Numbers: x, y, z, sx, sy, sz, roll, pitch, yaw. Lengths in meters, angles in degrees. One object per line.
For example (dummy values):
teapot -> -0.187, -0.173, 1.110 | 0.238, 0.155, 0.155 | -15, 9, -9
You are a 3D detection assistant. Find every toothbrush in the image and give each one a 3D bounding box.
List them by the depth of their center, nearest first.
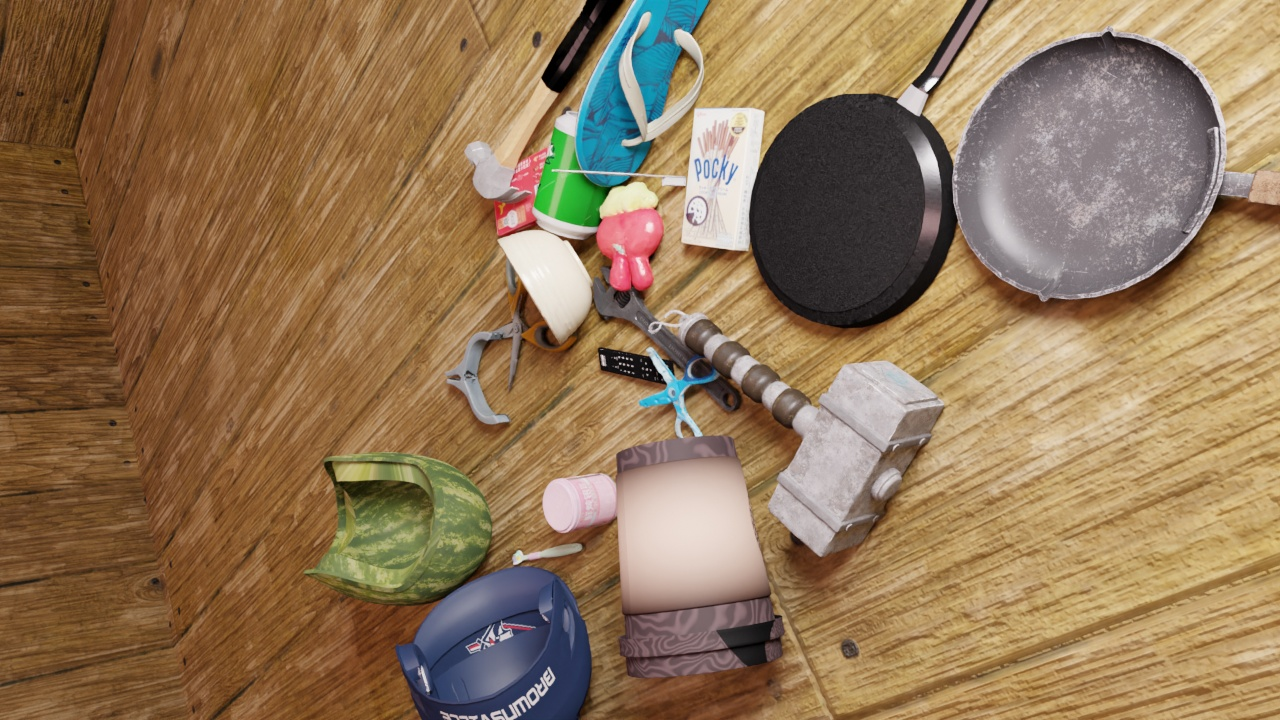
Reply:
toothbrush -> -0.020, -0.199, 1.001 | 0.010, 0.181, 0.010 | 2, 97, 52
toothbrush -> -0.129, 0.264, 1.259 | 0.155, 0.015, 0.022 | -21, 45, 45

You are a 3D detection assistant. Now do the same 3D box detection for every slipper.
slipper -> 0.013, -0.321, 1.012 | 0.060, 0.118, 0.295 | 50, 121, 42

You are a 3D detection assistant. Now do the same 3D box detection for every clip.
clip -> -0.227, 0.031, 1.338 | 0.165, 0.032, 0.165 | 56, 132, 30

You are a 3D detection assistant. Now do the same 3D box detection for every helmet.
helmet -> -0.177, 0.383, 1.179 | 0.272, 0.232, 0.223 | -118, 8, -49
helmet -> -0.335, 0.243, 1.317 | 0.243, 0.247, 0.212 | 93, -179, -70

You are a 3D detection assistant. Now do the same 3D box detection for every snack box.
snack box -> 0.088, -0.198, 0.999 | 0.082, 0.026, 0.150 | 15, 103, 46
snack box -> -0.155, -0.229, 1.258 | 0.133, 0.021, 0.089 | -12, 83, 46

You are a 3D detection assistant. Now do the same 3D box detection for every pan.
pan -> 0.399, -0.130, 0.666 | 0.357, 0.040, 0.208 | 21, 107, 43
pan -> 0.222, -0.195, 0.854 | 0.225, 0.034, 0.357 | 49, 126, 33

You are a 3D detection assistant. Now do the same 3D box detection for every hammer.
hammer -> 0.128, 0.028, 0.922 | 0.326, 0.079, 0.177 | 41, 120, 35
hammer -> -0.124, -0.345, 1.190 | 0.329, 0.039, 0.131 | -51, 52, 30

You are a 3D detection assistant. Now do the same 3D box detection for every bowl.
bowl -> -0.108, -0.103, 1.144 | 0.075, 0.151, 0.150 | -31, 62, -3

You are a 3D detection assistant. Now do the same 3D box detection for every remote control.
remote control -> -0.007, 0.006, 1.111 | 0.140, 0.009, 0.030 | 11, 114, 50

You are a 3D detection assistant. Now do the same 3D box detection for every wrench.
wrench -> 0.025, -0.028, 1.082 | 0.273, 0.018, 0.073 | 44, 126, 34

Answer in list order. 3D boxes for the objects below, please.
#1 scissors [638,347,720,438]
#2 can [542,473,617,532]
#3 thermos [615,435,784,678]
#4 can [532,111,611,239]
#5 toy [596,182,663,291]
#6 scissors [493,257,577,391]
scissors -> 0.049, 0.038, 1.043 | 0.140, 0.011, 0.134 | -39, 76, 42
can -> -0.075, 0.178, 1.153 | 0.067, 0.076, 0.067 | 3, 94, 47
thermos -> 0.052, 0.202, 0.963 | 0.173, 0.172, 0.226 | -21, 72, 45
can -> -0.077, -0.227, 1.128 | 0.088, 0.087, 0.140 | 36, 117, 39
toy -> -0.011, -0.147, 1.091 | 0.092, 0.045, 0.135 | -12, 78, 35
scissors -> -0.162, -0.066, 1.278 | 0.226, 0.016, 0.230 | -6, 89, 49
